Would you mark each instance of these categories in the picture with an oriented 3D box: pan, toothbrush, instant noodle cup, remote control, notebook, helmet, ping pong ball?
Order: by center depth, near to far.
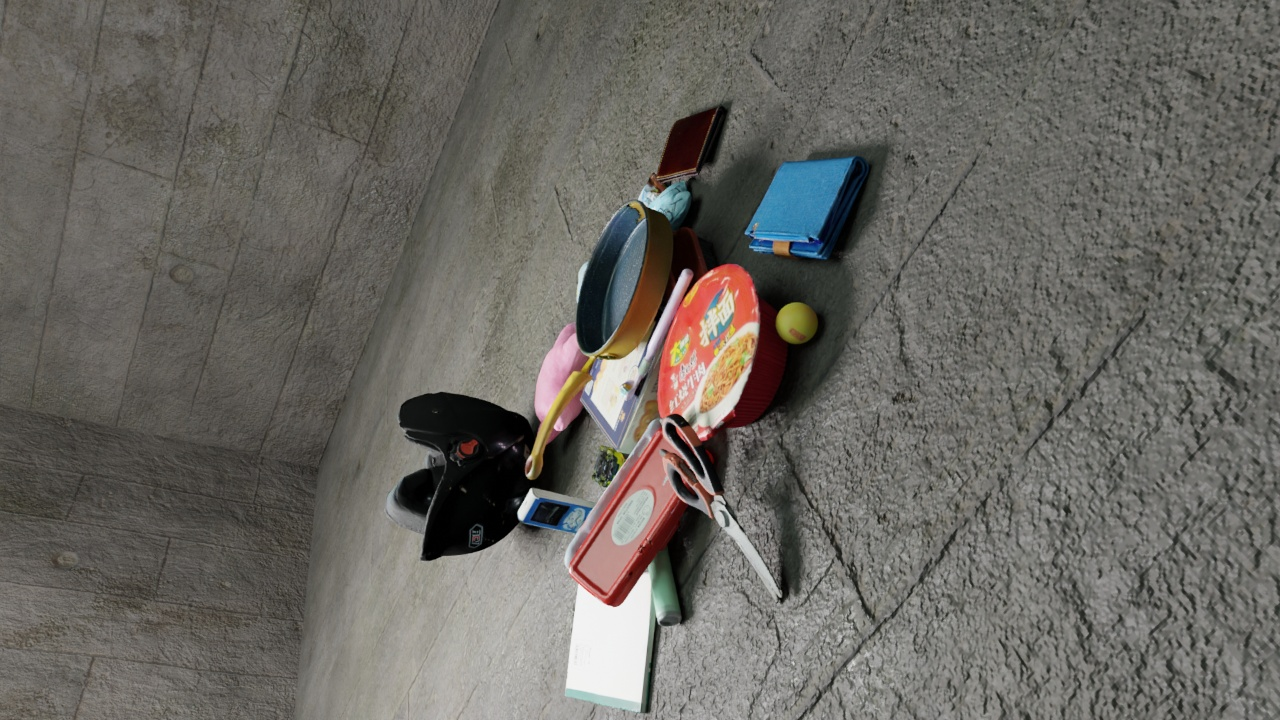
[{"bbox_3d":[0.151,-0.036,0.885,0.040,0.040,0.040,-43,38,48],"label":"ping pong ball"},{"bbox_3d":[0.091,0.000,0.959,0.194,0.065,0.193,-45,36,46],"label":"instant noodle cup"},{"bbox_3d":[0.016,0.200,1.043,0.224,0.026,0.027,-102,30,-47],"label":"toothbrush"},{"bbox_3d":[0.018,-0.029,1.056,0.029,0.021,0.190,-99,29,-51],"label":"toothbrush"},{"bbox_3d":[-0.038,0.331,1.091,0.210,0.012,0.150,-26,54,59],"label":"notebook"},{"bbox_3d":[-0.057,-0.024,1.102,0.198,0.078,0.357,-3,72,67],"label":"pan"},{"bbox_3d":[-0.087,0.191,1.143,0.049,0.124,0.024,-59,28,29],"label":"remote control"},{"bbox_3d":[-0.272,0.181,1.415,0.274,0.230,0.234,-100,21,-46],"label":"helmet"}]

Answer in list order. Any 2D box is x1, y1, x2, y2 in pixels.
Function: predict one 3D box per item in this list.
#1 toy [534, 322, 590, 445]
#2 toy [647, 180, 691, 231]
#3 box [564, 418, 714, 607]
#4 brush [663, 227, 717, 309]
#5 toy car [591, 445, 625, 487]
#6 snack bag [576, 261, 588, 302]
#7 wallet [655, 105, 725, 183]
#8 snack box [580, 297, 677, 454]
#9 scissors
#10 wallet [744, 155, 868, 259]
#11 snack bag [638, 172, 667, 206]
[{"bbox_3d":[-0.117,0.031,1.371,0.179,0.074,0.194,141,143,-67],"label":"toy"},{"bbox_3d":[0.016,-0.161,1.209,0.156,0.050,0.161,-51,25,19],"label":"toy"},{"bbox_3d":[-0.014,0.161,1.031,0.201,0.073,0.155,-57,30,-1],"label":"box"},{"bbox_3d":[0.053,-0.109,1.099,0.063,0.069,0.145,-54,31,35],"label":"brush"},{"bbox_3d":[-0.039,0.138,1.189,0.105,0.032,0.048,-179,104,-76],"label":"toy car"},{"bbox_3d":[-0.044,-0.128,1.340,0.191,0.038,0.110,-21,53,64],"label":"snack bag"},{"bbox_3d":[0.065,-0.289,1.236,0.122,0.020,0.096,12,82,66],"label":"wallet"},{"bbox_3d":[-0.007,0.007,1.183,0.178,0.045,0.182,-68,25,12],"label":"snack box"},{"bbox_3d":[0.073,0.148,0.894,0.192,0.015,0.207,-21,85,65],"label":"scissors"},{"bbox_3d":[0.166,-0.155,0.929,0.106,0.040,0.133,-65,24,-2],"label":"wallet"},{"bbox_3d":[0.004,-0.215,1.319,0.104,0.026,0.048,-60,42,30],"label":"snack bag"}]
